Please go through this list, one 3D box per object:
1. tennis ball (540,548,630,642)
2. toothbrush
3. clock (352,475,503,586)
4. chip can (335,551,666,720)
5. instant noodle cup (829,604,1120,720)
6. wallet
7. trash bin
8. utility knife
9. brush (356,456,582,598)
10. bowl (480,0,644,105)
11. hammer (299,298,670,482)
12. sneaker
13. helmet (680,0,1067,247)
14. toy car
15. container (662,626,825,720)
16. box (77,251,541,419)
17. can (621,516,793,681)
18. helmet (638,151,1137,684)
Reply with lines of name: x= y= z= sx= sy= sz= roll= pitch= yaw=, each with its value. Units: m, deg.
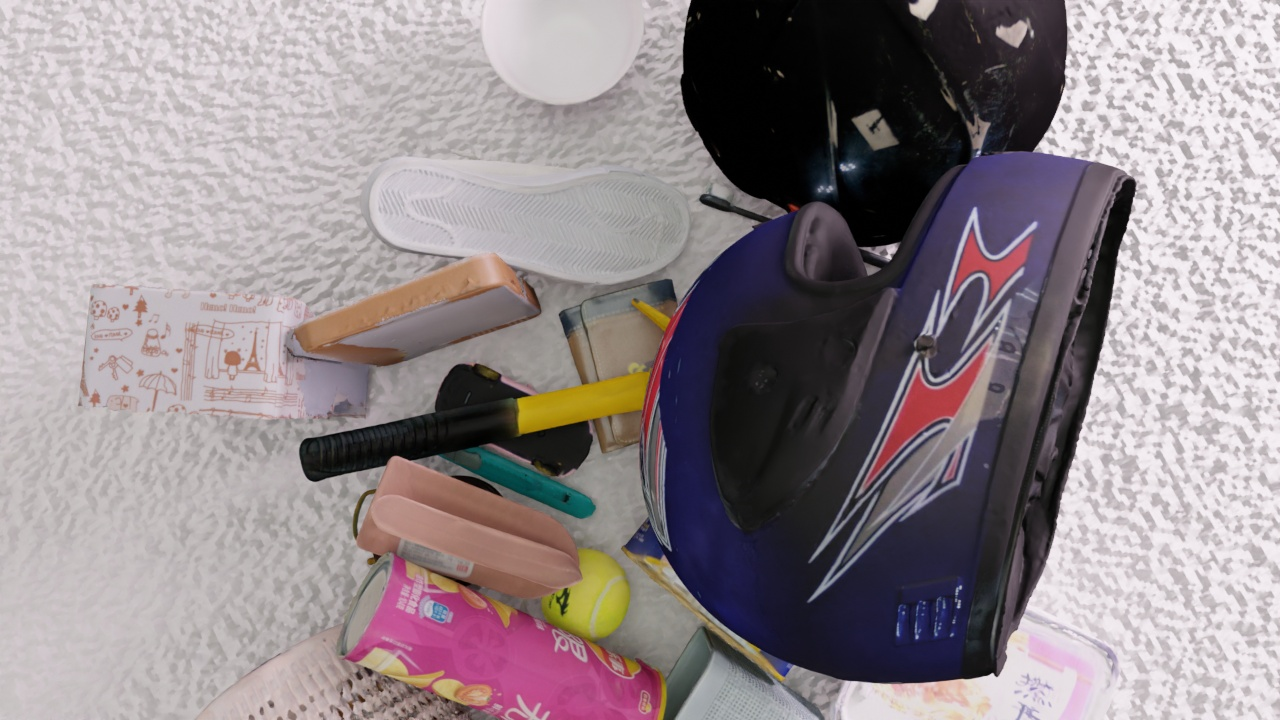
tennis ball: x=-0.040 y=0.170 z=0.664 sx=0.065 sy=0.065 sz=0.065 roll=0 pitch=86 yaw=1
toothbrush: x=0.132 y=-0.097 z=0.702 sx=0.181 sy=0.016 sz=0.018 roll=22 pitch=78 yaw=3
clock: x=-0.149 y=0.124 z=0.674 sx=0.122 sy=0.055 sz=0.082 roll=12 pitch=87 yaw=-1
chip can: x=-0.086 y=0.198 z=0.599 sx=0.210 sy=0.071 sz=0.071 roll=31 pitch=87 yaw=-21
instant noodle cup: x=0.232 y=0.229 z=0.658 sx=0.173 sy=0.060 sz=0.138 roll=24 pitch=87 yaw=1
wallet: x=-0.004 y=0.004 z=0.692 sx=0.090 sy=0.033 sz=0.115 roll=-16 pitch=90 yaw=-1
trash bin: x=-0.186 y=0.288 z=0.601 sx=0.227 sy=0.227 sz=0.192 roll=-37 pitch=74 yaw=-1
utility knife: x=-0.104 y=0.084 z=0.692 sx=0.151 sy=0.012 sz=0.029 roll=23 pitch=127 yaw=3
brush: x=-0.108 y=0.118 z=0.609 sx=0.145 sy=0.073 sz=0.063 roll=23 pitch=83 yaw=-12
bowl: x=-0.056 y=-0.240 z=0.690 sx=0.118 sy=0.065 sz=0.118 roll=0 pitch=87 yaw=1
hammer: x=-0.088 y=0.039 z=0.654 sx=0.300 sy=0.033 sz=0.129 roll=-12 pitch=91 yaw=-4
sneaker: x=-0.084 y=-0.104 z=0.673 sx=0.242 sy=0.091 sz=0.089 roll=2 pitch=99 yaw=-24
helmet: x=0.165 y=-0.200 z=0.613 sx=0.233 sy=0.230 sz=0.274 roll=-45 pitch=106 yaw=0
toy car: x=-0.094 y=0.044 z=0.688 sx=0.122 sy=0.037 sz=0.056 roll=26 pitch=91 yaw=-3
container: x=0.070 y=0.262 z=0.645 sx=0.111 sy=0.090 sz=0.090 roll=32 pitch=88 yaw=1
box: x=-0.204 y=-0.012 z=0.622 sx=0.260 sy=0.179 sz=0.105 roll=1 pitch=87 yaw=1
can: x=0.058 y=0.163 z=0.658 sx=0.148 sy=0.074 sz=0.049 roll=38 pitch=85 yaw=3
helmet: x=0.128 y=0.021 z=0.547 sx=0.241 sy=0.247 sz=0.315 roll=16 pitch=85 yaw=29
